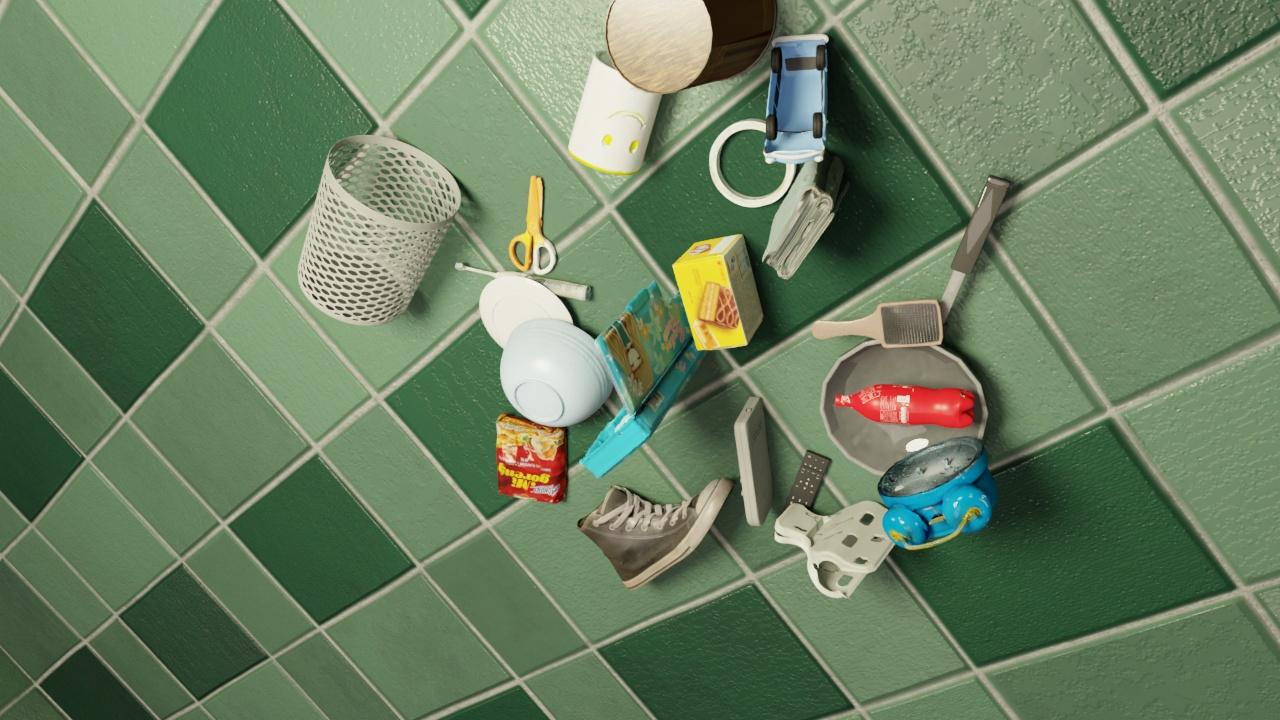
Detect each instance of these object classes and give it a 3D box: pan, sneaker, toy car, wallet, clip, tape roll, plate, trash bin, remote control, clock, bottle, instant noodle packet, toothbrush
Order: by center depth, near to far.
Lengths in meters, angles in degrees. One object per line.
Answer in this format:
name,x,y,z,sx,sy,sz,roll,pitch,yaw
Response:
toy car,0.151,-0.247,0.880,0.056,0.153,0.055,1,153,14
wallet,0.166,-0.148,0.921,0.054,0.131,0.101,28,124,4
clock,0.305,0.140,0.942,0.117,0.161,0.060,-24,101,34
pan,0.310,-0.027,0.974,0.179,0.041,0.358,21,122,12
bottle,0.279,0.047,0.974,0.142,0.041,0.042,3,117,22
tape roll,0.120,-0.210,0.979,0.093,0.013,0.093,10,120,18
clip,0.235,0.225,1.092,0.152,0.126,0.104,-5,107,40
remote control,0.136,0.125,1.109,0.019,0.074,0.151,1,116,23
trash bin,-0.326,-0.152,1.122,0.156,0.156,0.184,37,127,2
remote control,0.200,0.172,1.144,0.030,0.009,0.140,22,122,12
toothbrush,-0.150,-0.101,1.148,0.186,0.024,0.022,14,77,17
plate,-0.147,-0.047,1.166,0.135,0.011,0.135,14,131,16
sneaker,0.019,0.199,1.193,0.120,0.095,0.235,45,131,-3
instant noodle packet,-0.151,0.135,1.262,0.098,0.039,0.136,9,118,12

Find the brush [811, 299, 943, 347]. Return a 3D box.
brush,0.246,-0.035,0.964,0.136,0.015,0.050,-3,109,26

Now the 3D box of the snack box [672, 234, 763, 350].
snack box,0.089,-0.075,1.020,0.061,0.083,0.106,-8,111,26

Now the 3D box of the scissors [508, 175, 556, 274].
scissors,-0.126,-0.163,1.111,0.065,0.013,0.129,19,123,13

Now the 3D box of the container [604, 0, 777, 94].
container,0.045,-0.317,0.863,0.132,0.166,0.132,10,119,19

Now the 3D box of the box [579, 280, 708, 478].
box,0.014,0.012,1.011,0.084,0.226,0.172,18,121,14

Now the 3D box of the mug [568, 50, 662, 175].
mug,-0.025,-0.262,0.974,0.082,0.082,0.106,26,122,9

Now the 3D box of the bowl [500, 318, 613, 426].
bowl,-0.115,0.029,1.152,0.151,0.074,0.151,12,132,14
